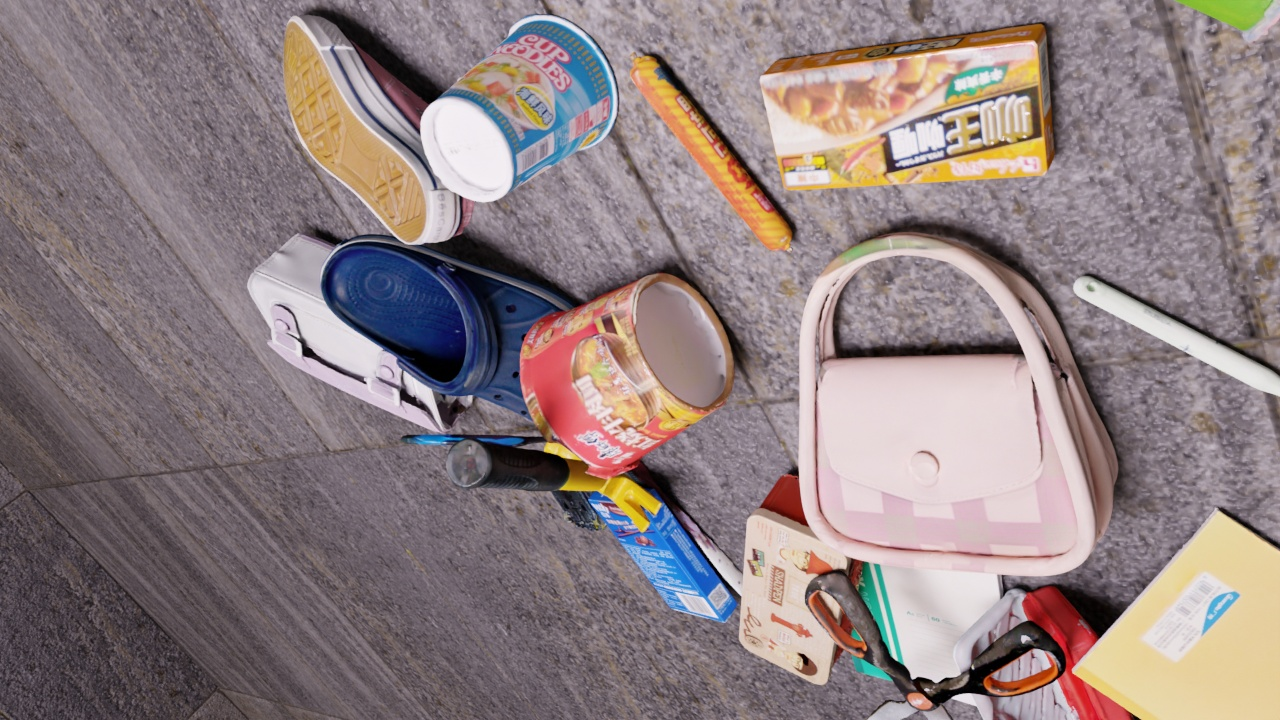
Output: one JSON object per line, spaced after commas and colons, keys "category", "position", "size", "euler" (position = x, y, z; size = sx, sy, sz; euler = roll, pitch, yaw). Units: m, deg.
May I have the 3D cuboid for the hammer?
{"category": "hammer", "position": [-0.067, 0.087, 0.711], "size": [0.129, 0.033, 0.300], "euler": [33, -179, 18]}

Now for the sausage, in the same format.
{"category": "sausage", "position": [0.047, -0.133, 0.598], "size": [0.165, 0.021, 0.022], "euler": [49, 139, -11]}

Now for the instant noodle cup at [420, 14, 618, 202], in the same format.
{"category": "instant noodle cup", "position": [-0.083, -0.159, 0.604], "size": [0.099, 0.109, 0.099], "euler": [20, 136, 20]}

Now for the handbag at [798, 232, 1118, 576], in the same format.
{"category": "handbag", "position": [0.190, 0.024, 0.598], "size": [0.194, 0.093, 0.234], "euler": [-2, 117, 37]}

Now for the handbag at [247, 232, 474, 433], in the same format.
{"category": "handbag", "position": [-0.261, -0.019, 0.879], "size": [0.197, 0.098, 0.145], "euler": [23, 145, 16]}

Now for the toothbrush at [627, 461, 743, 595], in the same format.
{"category": "toothbrush", "position": [0.047, 0.161, 0.870], "size": [0.187, 0.016, 0.017], "euler": [49, 147, -11]}

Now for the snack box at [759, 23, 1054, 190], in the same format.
{"category": "snack box", "position": [0.147, -0.138, 0.515], "size": [0.154, 0.026, 0.075], "euler": [4, 129, 34]}

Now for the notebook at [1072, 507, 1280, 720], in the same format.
{"category": "notebook", "position": [0.412, 0.209, 0.586], "size": [0.206, 0.010, 0.146], "euler": [34, 108, 6]}

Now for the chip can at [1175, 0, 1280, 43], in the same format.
{"category": "chip can", "position": [0.171, -0.221, 0.388], "size": [0.236, 0.072, 0.072], "euler": [31, 139, 11]}

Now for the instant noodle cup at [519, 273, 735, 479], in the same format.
{"category": "instant noodle cup", "position": [-0.004, 0.004, 0.685], "size": [0.109, 0.137, 0.138], "euler": [-28, 107, 38]}

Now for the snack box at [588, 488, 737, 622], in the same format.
{"category": "snack box", "position": [0.022, 0.185, 0.887], "size": [0.085, 0.026, 0.157], "euler": [-5, 125, 53]}

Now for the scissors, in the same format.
{"category": "scissors", "position": [0.209, 0.240, 0.691], "size": [0.221, 0.021, 0.234], "euler": [41, 133, 0]}

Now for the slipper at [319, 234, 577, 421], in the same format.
{"category": "slipper", "position": [-0.138, -0.022, 0.737], "size": [0.253, 0.095, 0.105], "euler": [28, 112, -8]}

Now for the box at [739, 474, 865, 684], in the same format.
{"category": "box", "position": [0.140, 0.178, 0.764], "size": [0.091, 0.077, 0.169], "euler": [20, 131, 26]}

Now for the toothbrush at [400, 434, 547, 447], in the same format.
{"category": "toothbrush", "position": [-0.141, 0.079, 0.889], "size": [0.189, 0.014, 0.016], "euler": [0, 144, 8]}

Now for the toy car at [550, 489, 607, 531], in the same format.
{"category": "toy car", "position": [-0.066, 0.127, 0.910], "size": [0.049, 0.031, 0.105], "euler": [-3, 128, 39]}

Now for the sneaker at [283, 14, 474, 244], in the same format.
{"category": "sneaker", "position": [-0.187, -0.175, 0.689], "size": [0.241, 0.087, 0.119], "euler": [47, 131, 25]}

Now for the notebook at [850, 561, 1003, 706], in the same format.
{"category": "notebook", "position": [0.236, 0.216, 0.782], "size": [0.151, 0.012, 0.209], "euler": [5, 129, 35]}

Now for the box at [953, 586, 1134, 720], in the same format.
{"category": "box", "position": [0.314, 0.274, 0.705], "size": [0.100, 0.095, 0.201], "euler": [-28, 111, 7]}

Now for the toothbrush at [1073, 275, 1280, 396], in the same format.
{"category": "toothbrush", "position": [0.331, 0.001, 0.510], "size": [0.189, 0.029, 0.020], "euler": [31, 180, 13]}
